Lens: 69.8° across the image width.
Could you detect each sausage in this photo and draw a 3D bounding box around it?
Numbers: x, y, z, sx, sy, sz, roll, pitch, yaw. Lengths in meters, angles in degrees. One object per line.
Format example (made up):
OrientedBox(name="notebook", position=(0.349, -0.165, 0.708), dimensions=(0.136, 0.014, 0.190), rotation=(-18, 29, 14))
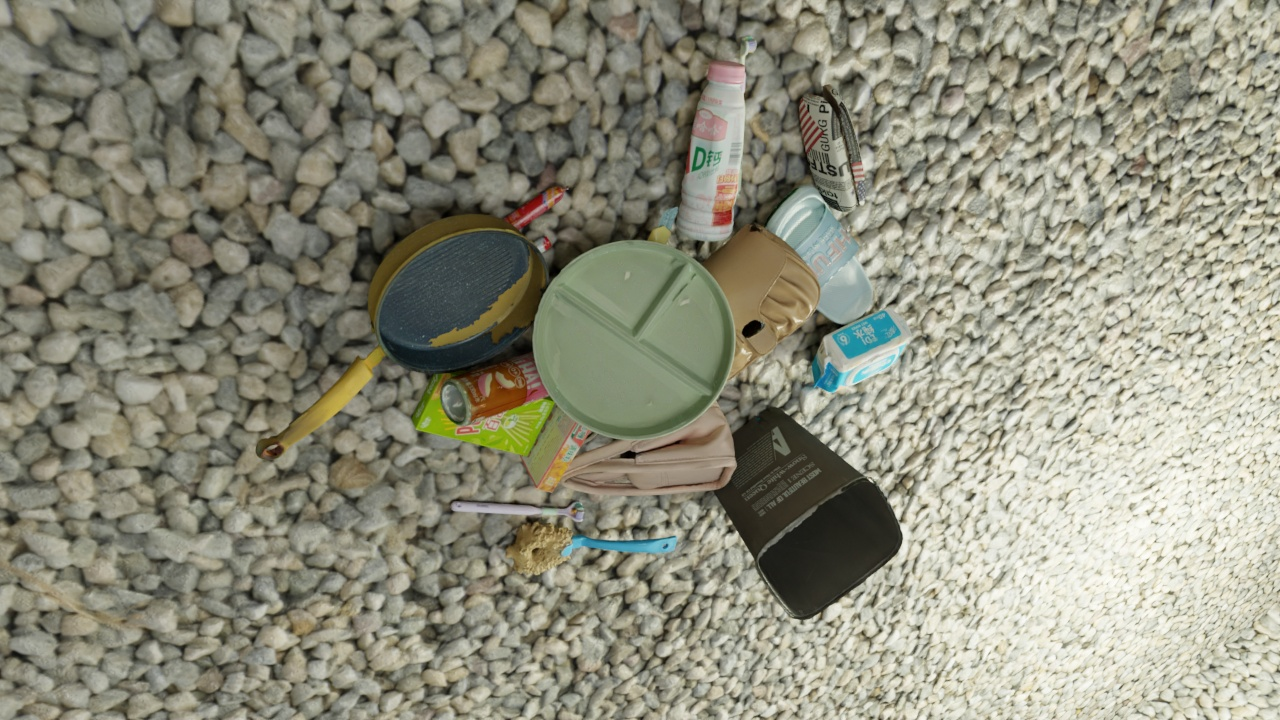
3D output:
OrientedBox(name="sausage", position=(-0.144, -0.150, 1.018), dimensions=(0.156, 0.020, 0.020), rotation=(-36, 129, -2))

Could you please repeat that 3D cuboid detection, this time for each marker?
OrientedBox(name="marker", position=(-0.165, -0.097, 1.042), dimensions=(0.145, 0.017, 0.017), rotation=(-34, 129, -4))

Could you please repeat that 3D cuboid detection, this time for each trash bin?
OrientedBox(name="trash bin", position=(0.213, 0.201, 1.292), dimensions=(0.199, 0.219, 0.199), rotation=(-36, 130, -2))

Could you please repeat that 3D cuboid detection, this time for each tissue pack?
OrientedBox(name="tissue pack", position=(0.308, -0.011, 1.287), dimensions=(0.140, 0.063, 0.090), rotation=(-24, 156, -13))

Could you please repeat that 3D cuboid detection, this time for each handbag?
OrientedBox(name="handbag", position=(0.004, 0.132, 1.198), dimensions=(0.234, 0.093, 0.193), rotation=(-13, 162, -1))
OrientedBox(name="handbag", position=(0.114, -0.061, 1.109), dimensions=(0.204, 0.099, 0.148), rotation=(-39, 125, 5))

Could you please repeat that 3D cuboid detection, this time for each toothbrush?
OrientedBox(name="toothbrush", position=(0.117, -0.278, 1.069), dimensions=(0.020, 0.029, 0.190), rotation=(12, 124, 15))
OrientedBox(name="toothbrush", position=(-0.163, 0.200, 1.229), dimensions=(0.189, 0.029, 0.021), rotation=(8, 153, -29))

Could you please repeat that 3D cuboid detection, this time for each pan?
OrientedBox(name="pan", position=(-0.254, -0.017, 0.972), dimensions=(0.357, 0.078, 0.198), rotation=(-32, 145, -7))

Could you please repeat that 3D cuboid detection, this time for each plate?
OrientedBox(name="plate", position=(-0.007, -0.023, 1.047), dimensions=(0.230, 0.027, 0.230), rotation=(0, 100, -1))

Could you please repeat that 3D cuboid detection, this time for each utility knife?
OrientedBox(name="utility knife", position=(0.006, -0.100, 1.085), dimensions=(0.031, 0.019, 0.177), rotation=(11, 114, -36))

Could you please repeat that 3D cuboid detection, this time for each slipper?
OrientedBox(name="slipper", position=(0.239, -0.123, 1.193), dimensions=(0.104, 0.074, 0.245), rotation=(-43, 130, 5))

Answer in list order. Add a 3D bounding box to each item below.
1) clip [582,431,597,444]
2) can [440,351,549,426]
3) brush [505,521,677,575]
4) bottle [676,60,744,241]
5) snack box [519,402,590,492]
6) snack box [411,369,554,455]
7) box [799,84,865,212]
OrientedBox(name="clip", position=(-0.054, 0.069, 1.195), dimensions=(0.103, 0.034, 0.076), rotation=(-38, 127, -11))
OrientedBox(name="can", position=(-0.158, 0.030, 1.068), dimensions=(0.147, 0.058, 0.058), rotation=(-20, 130, -43))
OrientedBox(name="brush", position=(-0.064, 0.262, 1.295), dimensions=(0.254, 0.046, 0.083), rotation=(4, 114, -22))
OrientedBox(name="bottle", position=(0.084, -0.239, 1.050), dimensions=(0.068, 0.068, 0.197), rotation=(-6, 118, -24))
OrientedBox(name="snack box", position=(-0.096, 0.081, 1.150), dimensions=(0.027, 0.077, 0.156), rotation=(21, 109, -35))
OrientedBox(name="snack box", position=(-0.191, 0.062, 1.124), dimensions=(0.156, 0.026, 0.086), rotation=(19, 109, -34))
OrientedBox(name="box", position=(0.248, -0.259, 1.116), dimensions=(0.076, 0.075, 0.164), rotation=(-31, 127, -12))
